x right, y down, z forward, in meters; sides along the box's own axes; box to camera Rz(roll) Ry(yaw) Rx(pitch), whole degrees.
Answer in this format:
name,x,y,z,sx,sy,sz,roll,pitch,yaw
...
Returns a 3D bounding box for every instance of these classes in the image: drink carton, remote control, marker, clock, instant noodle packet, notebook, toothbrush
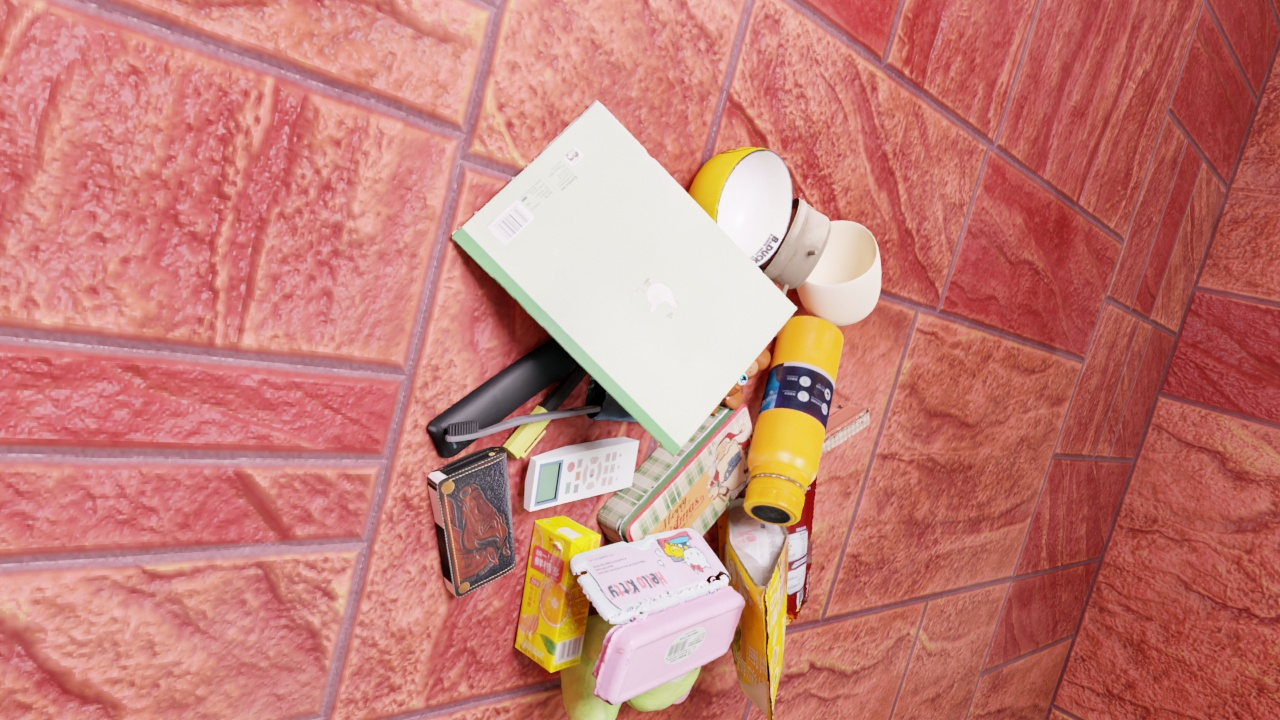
name,x,y,z,sx,sy,sz,roll,pitch,yaw
drink carton,-0.081,0.221,0.878,0.042,0.059,0.135,-1,105,-47
remote control,-0.057,0.105,0.881,0.143,0.024,0.049,-6,110,-48
marker,-0.078,0.039,0.834,0.021,0.018,0.123,40,68,-1
clock,0.168,-0.130,0.981,0.093,0.054,0.140,-58,-171,41
instant noodle packet,0.128,0.268,1.004,0.221,0.084,0.163,-81,170,-72
notebook,-0.005,-0.071,0.764,0.252,0.010,0.181,45,68,-8
remote control,-0.114,0.030,0.791,0.151,0.020,0.041,-37,131,-29
toothbrush,-0.097,0.052,0.794,0.167,0.013,0.013,-7,104,-45

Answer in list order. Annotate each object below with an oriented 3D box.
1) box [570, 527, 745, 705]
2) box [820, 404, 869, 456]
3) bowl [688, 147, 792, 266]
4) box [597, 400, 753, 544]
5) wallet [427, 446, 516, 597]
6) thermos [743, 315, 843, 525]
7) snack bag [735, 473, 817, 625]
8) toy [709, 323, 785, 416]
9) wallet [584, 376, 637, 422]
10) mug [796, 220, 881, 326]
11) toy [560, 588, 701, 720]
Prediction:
name,x,y,z,sx,sy,sz,roll,pitch,yaw
box,0.026,0.235,0.872,0.201,0.077,0.146,0,81,-53
box,0.205,0.096,1.126,0.186,0.083,0.042,-23,111,-38
bowl,0.088,-0.152,0.897,0.117,0.068,0.117,-20,120,-41
box,0.049,0.139,0.992,0.205,0.051,0.118,-43,132,-26
wallet,-0.145,0.141,0.805,0.072,0.019,0.123,-21,121,-36
thermos,0.171,0.069,1.014,0.091,0.076,0.232,50,48,-42
snack bag,0.172,0.229,1.151,0.138,0.067,0.208,-10,110,-33
toy,0.098,-0.003,0.966,0.095,0.065,0.127,31,74,-26
wallet,-0.005,0.005,0.895,0.089,0.026,0.115,5,102,-50
mug,0.224,-0.101,1.054,0.100,0.096,0.120,65,16,-53
toy,-0.004,0.308,0.969,0.196,0.107,0.150,12,97,-57
